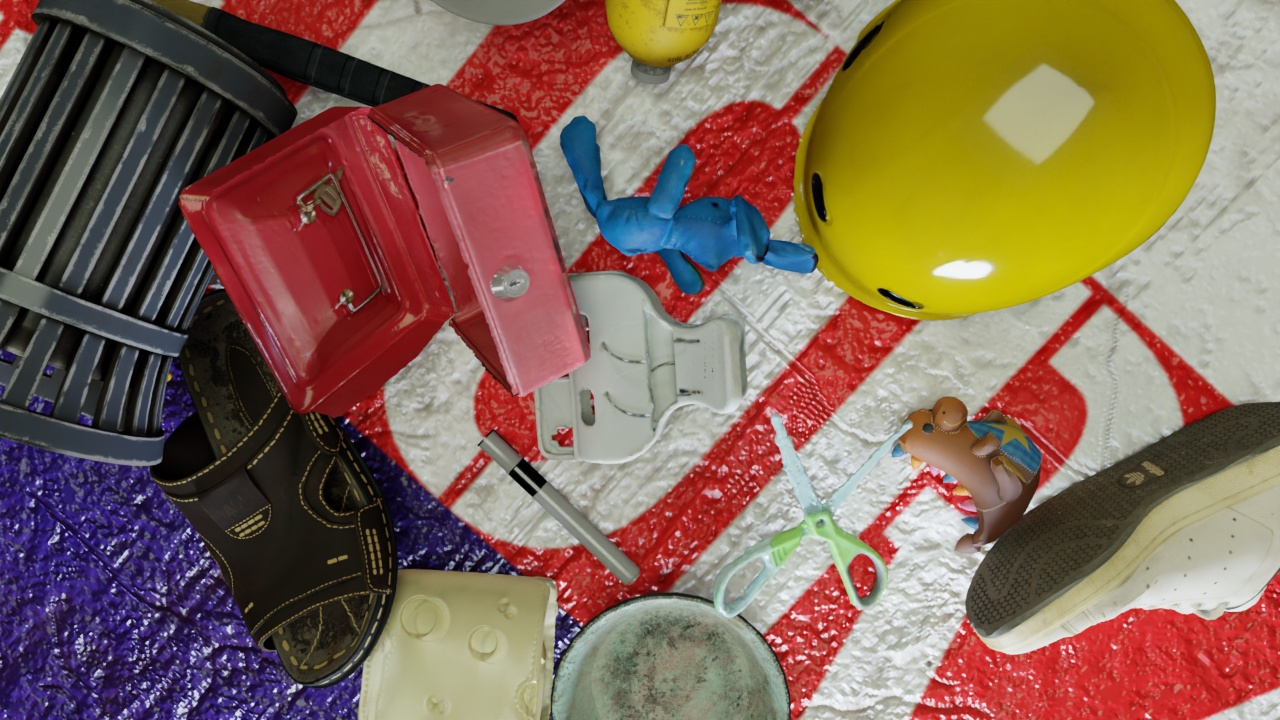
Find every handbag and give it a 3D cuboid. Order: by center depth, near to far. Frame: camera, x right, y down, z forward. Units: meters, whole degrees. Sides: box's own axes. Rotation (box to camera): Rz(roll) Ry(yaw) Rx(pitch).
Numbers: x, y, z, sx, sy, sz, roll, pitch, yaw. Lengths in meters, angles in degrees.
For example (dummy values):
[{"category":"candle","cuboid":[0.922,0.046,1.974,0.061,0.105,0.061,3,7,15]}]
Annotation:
[{"category":"handbag","cuboid":[-0.119,0.196,0.605,0.119,0.081,0.111,3,83,6]}]

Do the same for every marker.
[{"category":"marker","cuboid":[-0.055,0.100,0.622,0.140,0.016,0.016,44,97,-2]}]

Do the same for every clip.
[{"category":"clip","cuboid":[-0.003,0.003,0.592,0.143,0.072,0.124,-1,99,14]}]

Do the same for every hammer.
[{"category":"hammer","cuboid":[-0.235,-0.194,0.563,0.333,0.118,0.025,19,94,-4]}]

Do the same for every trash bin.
[{"category":"trash bin","cuboid":[-0.306,-0.078,0.518,0.164,0.164,0.227,23,84,1]}]

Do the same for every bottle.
[{"category":"bottle","cuboid":[0.019,-0.237,0.525,0.071,0.070,0.164,15,137,2]}]

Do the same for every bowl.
[{"category":"bowl","cuboid":[0.021,0.227,0.620,0.157,0.038,0.157,0,96,3]}]

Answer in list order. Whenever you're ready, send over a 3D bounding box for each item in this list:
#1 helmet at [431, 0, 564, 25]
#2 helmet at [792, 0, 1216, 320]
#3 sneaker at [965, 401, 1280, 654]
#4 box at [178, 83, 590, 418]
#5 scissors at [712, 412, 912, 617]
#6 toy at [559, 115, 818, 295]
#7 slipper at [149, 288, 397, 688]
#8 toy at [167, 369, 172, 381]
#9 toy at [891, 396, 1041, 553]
[{"category":"helmet","cuboid":[-0.122,-0.315,0.534,0.183,0.118,0.271,-8,93,-32]},{"category":"helmet","cuboid":[0.206,-0.125,0.520,0.240,0.139,0.209,-39,93,7]},{"category":"sneaker","cuboid":[0.323,0.124,0.573,0.241,0.089,0.102,-32,101,2]},{"category":"box","cuboid":[-0.118,-0.059,0.518,0.169,0.153,0.157,7,132,30]},{"category":"scissors","cuboid":[0.110,0.104,0.580,0.174,0.022,0.171,-29,114,0]},{"category":"toy","cuboid":[0.023,-0.089,0.560,0.176,0.113,0.071,26,83,9]},{"category":"slipper","cuboid":[-0.237,0.074,0.575,0.113,0.075,0.267,-26,79,11]},{"category":"toy","cuboid":[-0.348,-0.029,0.614,0.084,0.046,0.103,3,102,-8]},{"category":"toy","cuboid":[0.205,0.076,0.596,0.090,0.070,0.103,24,120,13]}]
